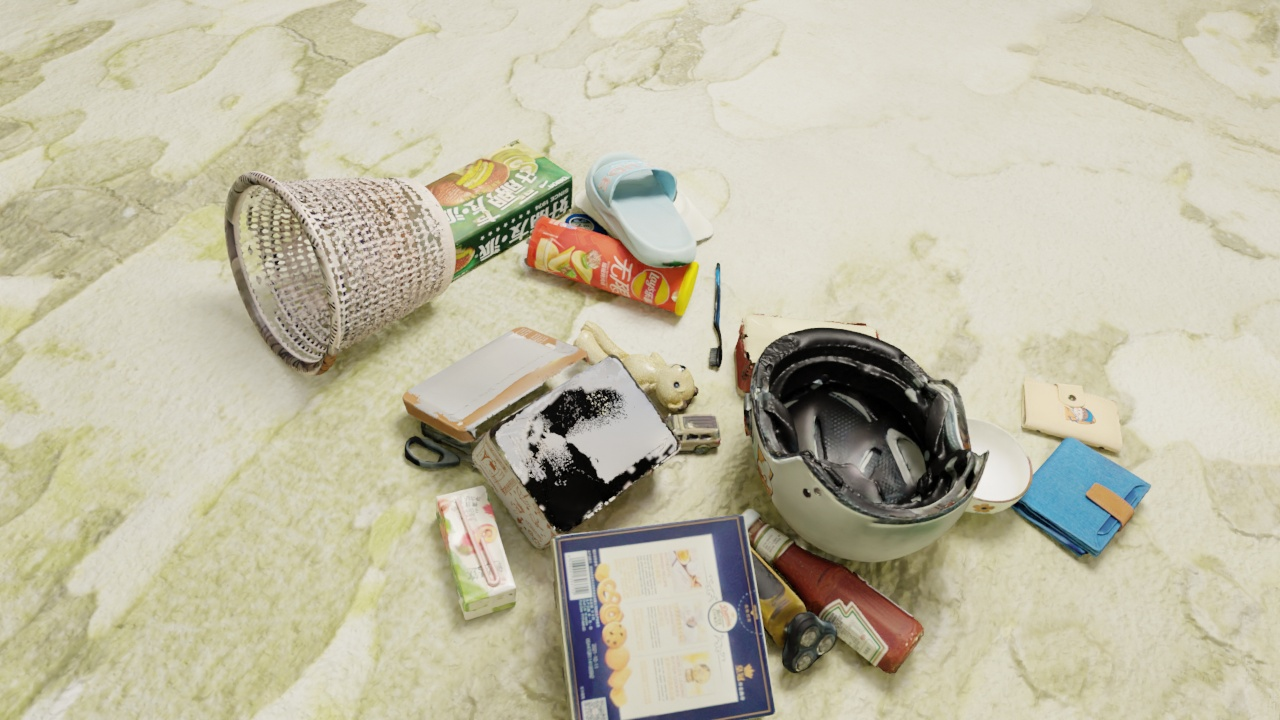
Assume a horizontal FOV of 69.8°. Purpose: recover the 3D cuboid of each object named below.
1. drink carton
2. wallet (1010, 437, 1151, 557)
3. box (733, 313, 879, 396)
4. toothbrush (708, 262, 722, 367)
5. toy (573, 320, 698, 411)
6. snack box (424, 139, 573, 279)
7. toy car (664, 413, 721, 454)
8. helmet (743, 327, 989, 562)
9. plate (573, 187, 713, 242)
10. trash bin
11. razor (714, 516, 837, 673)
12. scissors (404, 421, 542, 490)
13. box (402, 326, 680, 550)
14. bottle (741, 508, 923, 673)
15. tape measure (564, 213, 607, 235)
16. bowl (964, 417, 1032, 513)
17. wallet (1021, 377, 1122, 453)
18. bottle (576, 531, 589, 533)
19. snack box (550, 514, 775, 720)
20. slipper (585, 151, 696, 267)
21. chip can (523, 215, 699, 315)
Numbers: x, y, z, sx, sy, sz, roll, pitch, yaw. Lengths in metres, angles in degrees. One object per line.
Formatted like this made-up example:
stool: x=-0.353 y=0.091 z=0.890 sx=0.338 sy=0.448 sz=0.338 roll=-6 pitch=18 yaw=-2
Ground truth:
drink carton: x=-0.162 y=0.185 z=0.899 sx=0.053 sy=0.046 sz=0.122 roll=-12 pitch=52 yaw=-19
wallet: x=0.491 y=0.151 z=1.024 sx=0.132 sy=0.040 sz=0.106 roll=-34 pitch=56 yaw=-30
box: x=0.200 y=-0.007 z=1.093 sx=0.168 sy=0.080 sz=0.091 roll=5 pitch=49 yaw=-4
toothbrush: x=0.096 y=-0.061 z=1.172 sx=0.016 sy=0.014 sz=0.189 roll=-10 pitch=46 yaw=15
toy: x=-0.006 y=0.006 z=1.063 sx=0.157 sy=0.066 sz=0.104 roll=30 pitch=34 yaw=8
snack box: x=-0.212 y=-0.201 z=1.219 sx=0.114 sy=0.063 sz=0.239 roll=37 pitch=55 yaw=24
toy car: x=0.044 y=0.080 z=1.027 sx=0.090 sy=0.035 sz=0.042 roll=-2 pitch=48 yaw=-6
helmet: x=0.218 y=0.101 z=0.951 sx=0.230 sy=0.157 sz=0.273 roll=-3 pitch=35 yaw=-13
plate: x=0.009 y=-0.213 z=1.265 sx=0.163 sy=0.034 sz=0.164 roll=-23 pitch=54 yaw=-36
trash bin: x=-0.330 y=-0.119 z=1.050 sx=0.227 sy=0.228 sz=0.191 roll=40 pitch=43 yaw=25
razor: x=0.118 y=0.220 z=0.890 sx=0.062 sy=0.068 sz=0.167 roll=-32 pitch=60 yaw=-16
scissors: x=-0.173 y=0.117 z=0.983 sx=0.135 sy=0.014 sz=0.174 roll=-23 pitch=58 yaw=-26
box: x=-0.108 y=0.059 z=0.968 sx=0.178 sy=0.126 sz=0.273 roll=-33 pitch=59 yaw=-32
bottle: x=0.179 y=0.221 z=0.906 sx=0.206 sy=0.060 sz=0.059 roll=36 pitch=54 yaw=23
tape measure: x=-0.077 y=-0.174 z=1.239 sx=0.058 sy=0.025 sz=0.054 roll=-3 pitch=43 yaw=-23
bowl: x=0.363 y=0.125 z=1.011 sx=0.113 sy=0.062 sz=0.113 roll=4 pitch=47 yaw=-5
wallet: x=0.523 y=0.062 z=1.114 sx=0.115 sy=0.024 sz=0.087 roll=14 pitch=48 yaw=7
bottle: x=-0.006 y=0.198 z=0.903 sx=0.149 sy=0.067 sz=0.066 roll=-2 pitch=49 yaw=-19
snack box: x=0.018 y=0.239 z=0.830 sx=0.182 sy=0.046 sz=0.177 roll=-4 pitch=76 yaw=-12
slipper: x=0.002 y=-0.204 z=1.163 sx=0.104 sy=0.074 sz=0.245 roll=-6 pitch=42 yaw=-22
chip can: x=-0.036 y=-0.122 z=1.169 sx=0.217 sy=0.073 sz=0.073 roll=18 pitch=49 yaw=10
